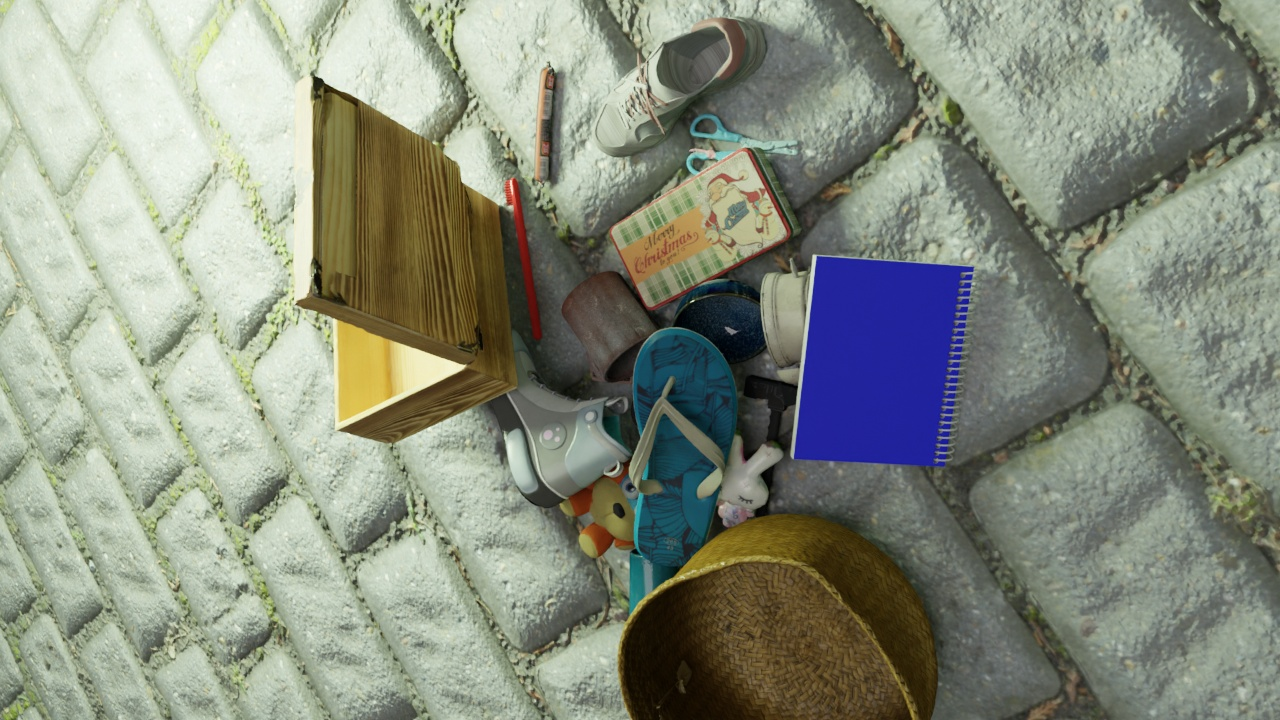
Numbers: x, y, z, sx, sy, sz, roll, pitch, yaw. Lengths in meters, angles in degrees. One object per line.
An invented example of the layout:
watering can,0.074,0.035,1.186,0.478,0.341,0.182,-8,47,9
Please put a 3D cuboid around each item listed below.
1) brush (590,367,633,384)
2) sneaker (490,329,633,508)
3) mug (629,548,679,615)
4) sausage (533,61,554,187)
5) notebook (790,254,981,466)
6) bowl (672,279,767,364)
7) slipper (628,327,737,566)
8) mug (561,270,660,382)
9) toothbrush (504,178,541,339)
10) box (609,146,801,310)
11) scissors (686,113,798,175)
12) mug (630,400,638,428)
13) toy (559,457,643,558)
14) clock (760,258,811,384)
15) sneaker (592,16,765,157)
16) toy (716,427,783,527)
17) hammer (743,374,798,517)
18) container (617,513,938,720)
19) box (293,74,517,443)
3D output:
brush,-0.007,0.007,1.139,0.136,0.015,0.050,5,100,30
sneaker,-0.101,0.045,1.145,0.161,0.093,0.256,-27,60,15
mug,0.020,0.295,1.139,0.078,0.078,0.121,-4,91,31
sausage,-0.122,-0.296,1.156,0.020,0.020,0.155,11,103,28
notebook,0.249,0.003,0.936,0.171,0.022,0.209,3,102,-5
bowl,0.093,-0.054,1.035,0.115,0.114,0.060,-28,41,30
slipper,0.044,0.110,1.017,0.118,0.060,0.295,4,110,-1
mug,-0.039,-0.032,1.109,0.110,0.096,0.123,59,137,23
toothbrush,-0.155,-0.132,1.205,0.018,0.012,0.212,-6,95,31
box,0.071,-0.147,1.046,0.206,0.050,0.117,-25,89,32
scissors,0.115,-0.249,1.032,0.142,0.015,0.076,-1,101,25
mug,0.040,0.070,1.085,0.113,0.078,0.088,30,111,22
toy,-0.016,0.174,1.133,0.176,0.096,0.112,-29,88,20
clock,0.173,-0.026,0.978,0.061,0.103,0.157,-7,87,24
sneaker,0.023,-0.307,1.028,0.237,0.089,0.099,-29,83,30
toy,0.116,0.139,1.059,0.079,0.037,0.123,17,110,20
hammer,0.148,0.183,1.079,0.095,0.015,0.325,14,105,28
container,0.153,0.319,0.985,0.307,0.196,0.307,5,102,24
box,-0.321,-0.103,1.075,0.287,0.336,0.278,-23,61,25
